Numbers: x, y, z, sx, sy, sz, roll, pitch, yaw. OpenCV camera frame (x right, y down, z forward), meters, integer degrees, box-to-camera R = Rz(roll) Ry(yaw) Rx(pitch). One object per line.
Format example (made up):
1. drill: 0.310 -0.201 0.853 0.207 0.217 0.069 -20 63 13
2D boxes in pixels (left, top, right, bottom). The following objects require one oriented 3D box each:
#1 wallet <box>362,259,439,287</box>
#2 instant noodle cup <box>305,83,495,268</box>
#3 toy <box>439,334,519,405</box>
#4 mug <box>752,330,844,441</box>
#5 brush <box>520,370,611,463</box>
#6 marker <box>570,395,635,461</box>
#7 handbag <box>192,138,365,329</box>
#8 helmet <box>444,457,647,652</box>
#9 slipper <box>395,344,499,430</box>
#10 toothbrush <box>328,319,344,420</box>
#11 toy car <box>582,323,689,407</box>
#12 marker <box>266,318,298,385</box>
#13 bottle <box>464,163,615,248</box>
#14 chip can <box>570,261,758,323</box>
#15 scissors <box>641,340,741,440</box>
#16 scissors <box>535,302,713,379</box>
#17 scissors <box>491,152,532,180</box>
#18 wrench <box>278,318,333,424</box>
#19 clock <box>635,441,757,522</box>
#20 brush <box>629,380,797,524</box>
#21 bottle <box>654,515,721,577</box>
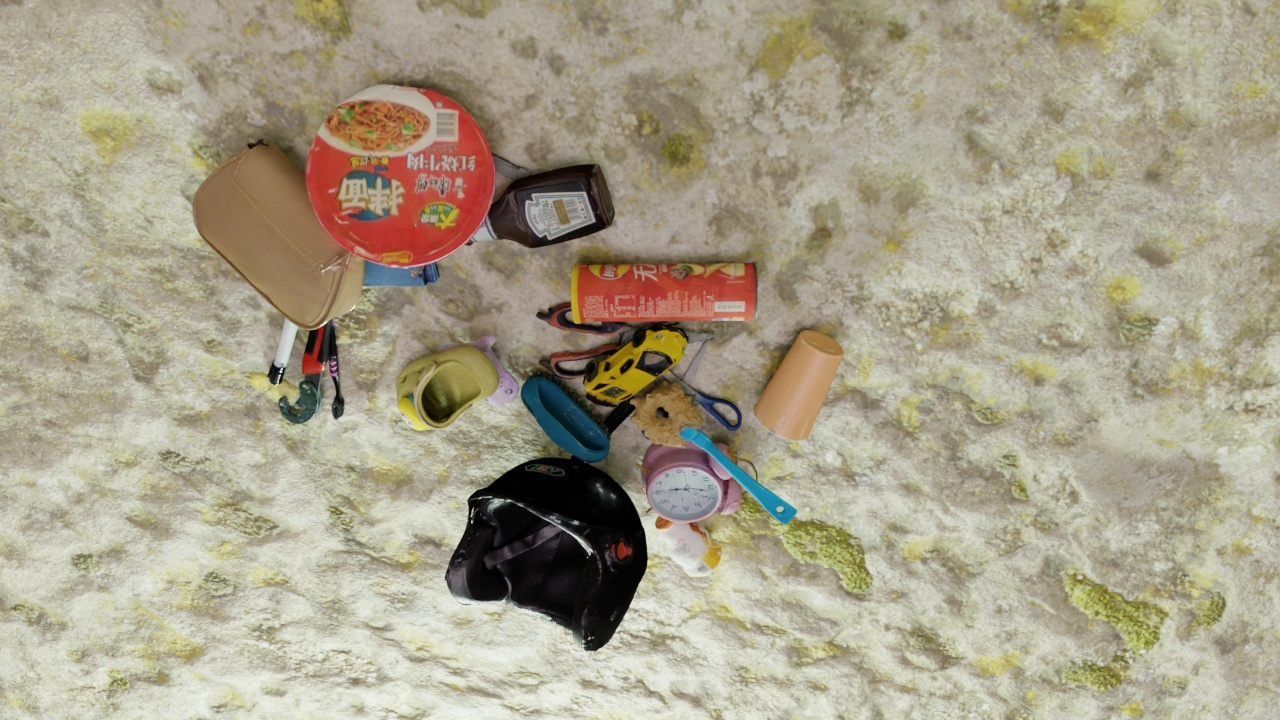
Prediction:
1. wallet: -0.294 -0.150 1.063 0.106 0.040 0.133 0 120 10
2. instant noodle cup: -0.250 -0.191 0.981 0.194 0.066 0.194 0 88 -5
3. toy: -0.193 0.014 1.163 0.084 0.038 0.108 -12 123 29
4. mug: 0.199 0.028 1.134 0.078 0.078 0.123 19 117 -9
5. brush: -0.097 0.078 1.172 0.055 0.073 0.144 -39 102 23
6. marker: -0.048 0.093 1.220 0.022 0.020 0.132 9 133 -46
7. handbag: -0.393 -0.141 1.031 0.204 0.099 0.148 45 122 -3
8. helmet: -0.108 0.237 1.195 0.234 0.229 0.275 11 131 27
9. slipper: -0.253 0.041 1.138 0.191 0.081 0.091 -25 108 43
10. toothbrush: -0.397 -0.001 1.181 0.014 0.017 0.190 9 123 5
11. toy car: -0.007 0.006 1.123 0.071 0.041 0.156 24 133 -38
12. marker: -0.454 -0.021 1.171 0.022 0.018 0.131 26 122 -3
13. bottle: -0.130 -0.163 1.027 0.195 0.043 0.080 -11 120 15
14. chip can: 0.028 -0.079 1.070 0.217 0.073 0.073 0 123 4
15. scissors: 0.061 0.046 1.187 0.162 0.012 0.173 23 120 -7
16. scissors: -0.027 -0.033 1.137 0.215 0.015 0.196 31 120 -15
17. scissors: -0.129 -0.214 1.029 0.137 0.014 0.174 -22 117 18
18. wrench: -0.413 -0.020 1.162 0.056 0.016 0.274 29 123 3
19. clock: 0.078 0.161 1.234 0.158 0.059 0.117 -8 123 6
20. brush: 0.094 0.120 1.164 0.254 0.045 0.083 40 100 1
21. bottle: 0.066 0.256 1.296 0.063 0.063 0.108 -31 117 21
